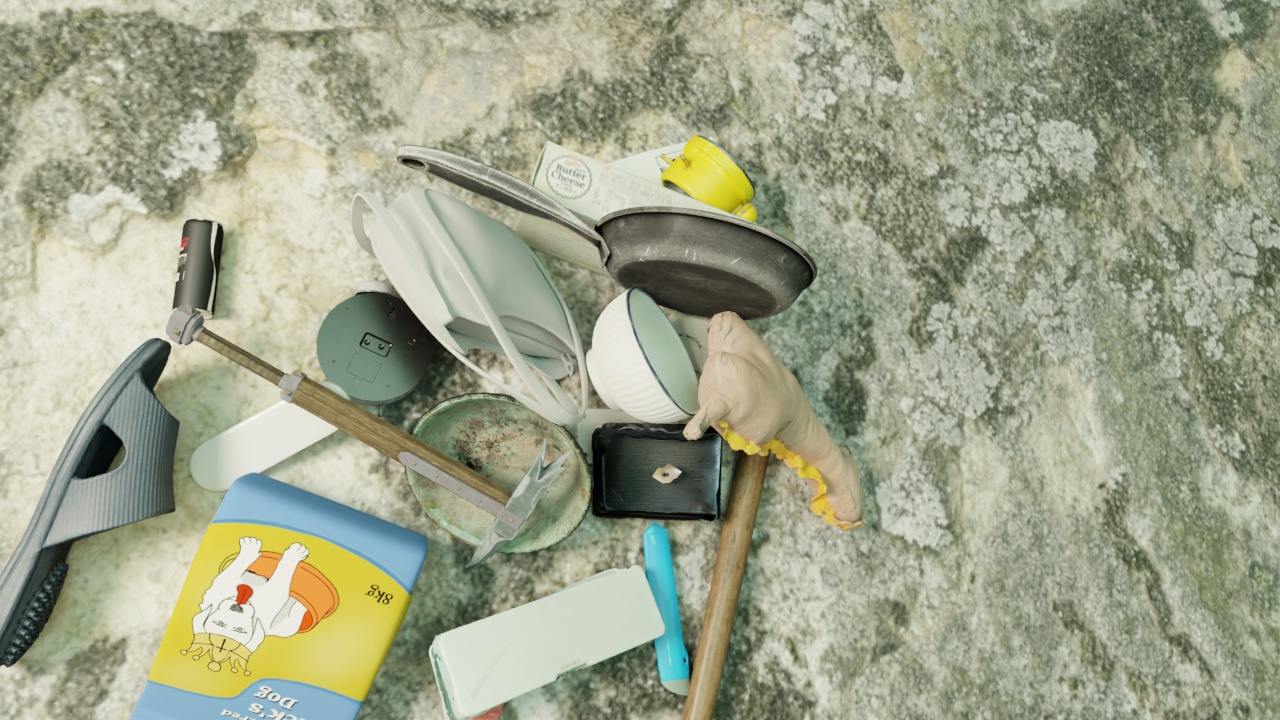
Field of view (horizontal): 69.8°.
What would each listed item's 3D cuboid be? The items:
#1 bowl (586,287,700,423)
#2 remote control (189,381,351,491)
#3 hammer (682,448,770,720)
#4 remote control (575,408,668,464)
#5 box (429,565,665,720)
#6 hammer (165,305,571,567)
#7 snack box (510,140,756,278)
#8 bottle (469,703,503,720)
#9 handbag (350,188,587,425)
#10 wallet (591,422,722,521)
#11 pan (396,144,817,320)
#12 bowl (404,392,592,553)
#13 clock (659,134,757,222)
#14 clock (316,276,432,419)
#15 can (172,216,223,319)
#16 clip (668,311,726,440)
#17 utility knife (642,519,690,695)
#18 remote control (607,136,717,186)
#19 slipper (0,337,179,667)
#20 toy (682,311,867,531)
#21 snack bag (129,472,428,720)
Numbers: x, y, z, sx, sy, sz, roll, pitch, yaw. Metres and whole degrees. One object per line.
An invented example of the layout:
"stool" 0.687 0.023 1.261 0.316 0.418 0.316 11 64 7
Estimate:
"bowl" -0.005 0.004 0.768 0.062 0.118 0.118 -27 85 17
"remote control" -0.299 0.061 0.745 0.136 0.013 0.043 -29 100 -7
"hammer" 0.073 0.218 0.826 0.129 0.040 0.321 24 67 -22
"remote control" 0.005 0.072 0.858 0.135 0.011 0.050 2 75 -18
"box" -0.073 0.224 0.749 0.198 0.066 0.083 -13 97 -37
"hammer" -0.227 0.051 0.724 0.317 0.147 0.028 31 28 -7
"snack box" -0.009 -0.119 0.851 0.208 0.104 0.057 20 69 -12
"bottle" -0.133 0.286 0.748 0.044 0.044 0.109 16 72 -13
"handbag" -0.122 -0.031 0.732 0.096 0.215 0.222 -43 63 15
"wallet" 0.015 0.099 0.813 0.115 0.026 0.089 2 108 4
"pan" -0.029 -0.104 0.755 0.357 0.187 0.055 14 77 -7
"bowl" -0.114 0.087 0.764 0.157 0.158 0.038 32 28 -8
"clock" 0.072 -0.160 0.881 0.057 0.083 0.119 -47 114 -5
"clock" -0.225 -0.018 0.795 0.094 0.035 0.122 26 70 -10
"can" -0.369 -0.077 0.766 0.031 0.032 0.080 5 76 -16
"clip" 0.042 0.007 0.843 0.152 0.097 0.126 7 64 -27
"utility knife" 0.021 0.211 0.827 0.031 0.015 0.178 -2 81 -21
"remote control" 0.024 -0.187 0.919 0.143 0.024 0.049 -19 83 -21
"slipper" -0.396 0.113 0.683 0.082 0.101 0.263 27 76 -18
"toy" 0.126 0.081 0.804 0.264 0.065 0.195 54 37 -25
"snack bag" -0.272 0.208 0.698 0.159 0.102 0.205 24 83 -11
